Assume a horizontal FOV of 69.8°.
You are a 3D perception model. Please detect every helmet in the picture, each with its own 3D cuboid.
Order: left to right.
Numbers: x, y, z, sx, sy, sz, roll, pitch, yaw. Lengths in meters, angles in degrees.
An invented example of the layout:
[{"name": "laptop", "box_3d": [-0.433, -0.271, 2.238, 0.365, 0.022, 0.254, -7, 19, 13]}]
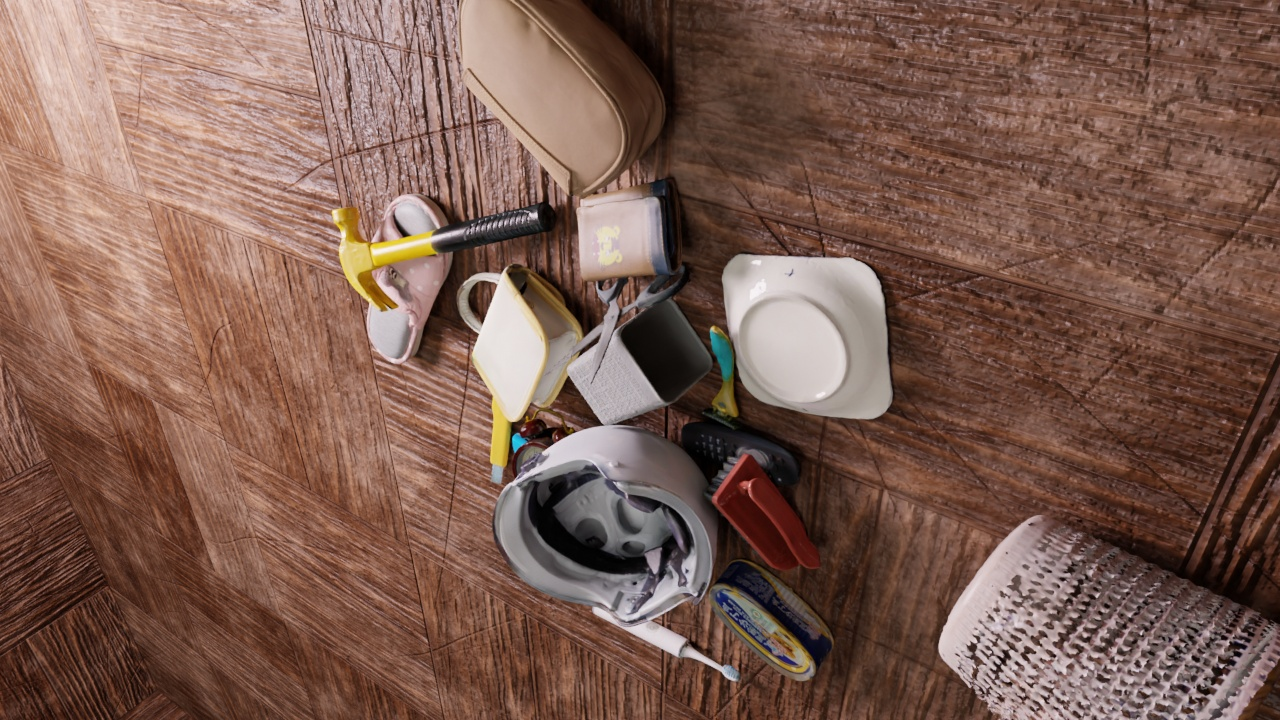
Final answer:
[{"name": "helmet", "box_3d": [-0.027, 0.163, 1.016, 0.259, 0.145, 0.229, -24, 111, 39]}]

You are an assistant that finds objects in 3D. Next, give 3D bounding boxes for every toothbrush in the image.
[{"name": "toothbrush", "box_3d": [0.033, 0.363, 1.194, 0.221, 0.026, 0.026, 19, 138, 30]}]

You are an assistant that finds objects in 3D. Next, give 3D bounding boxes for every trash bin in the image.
[{"name": "trash bin", "box_3d": [0.358, 0.236, 0.725, 0.192, 0.226, 0.228, 36, 136, 33]}]

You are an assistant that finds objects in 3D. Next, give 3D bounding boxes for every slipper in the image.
[{"name": "slipper", "box_3d": [-0.302, -0.092, 1.144, 0.114, 0.054, 0.275, 42, 134, 11]}]

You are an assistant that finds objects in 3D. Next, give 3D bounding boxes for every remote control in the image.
[{"name": "remote control", "box_3d": [0.105, 0.093, 0.955, 0.136, 0.024, 0.053, 16, 130, 28]}]

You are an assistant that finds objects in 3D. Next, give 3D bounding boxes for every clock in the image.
[{"name": "clock", "box_3d": [-0.111, 0.115, 1.117, 0.082, 0.055, 0.122, 13, 110, 24]}]

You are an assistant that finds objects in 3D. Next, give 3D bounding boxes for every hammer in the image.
[{"name": "hammer", "box_3d": [-0.225, -0.133, 1.029, 0.301, 0.032, 0.129, -7, 100, 30]}]

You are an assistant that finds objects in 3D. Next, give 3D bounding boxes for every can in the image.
[{"name": "can", "box_3d": [0.147, 0.292, 1.036, 0.148, 0.049, 0.075, 41, 136, 10]}]

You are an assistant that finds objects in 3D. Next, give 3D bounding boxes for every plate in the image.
[{"name": "plate", "box_3d": [0.145, -0.016, 0.843, 0.164, 0.034, 0.164, 6, 121, 36]}]

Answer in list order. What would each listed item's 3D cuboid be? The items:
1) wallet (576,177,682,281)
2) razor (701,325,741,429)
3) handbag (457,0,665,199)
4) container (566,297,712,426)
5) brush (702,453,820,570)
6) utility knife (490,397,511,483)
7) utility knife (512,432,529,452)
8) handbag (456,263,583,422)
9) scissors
[{"name": "wallet", "box_3d": [-0.013, -0.124, 0.888, 0.115, 0.033, 0.090, -1, 94, 42]}, {"name": "razor", "box_3d": [0.080, 0.013, 0.908, 0.043, 0.028, 0.133, 29, 146, 33]}, {"name": "handbag", "box_3d": [-0.072, -0.251, 0.823, 0.204, 0.099, 0.148, 48, 144, 4]}, {"name": "container", "box_3d": [-0.006, 0.006, 0.944, 0.115, 0.090, 0.090, -28, 98, 49]}, {"name": "brush", "box_3d": [0.131, 0.164, 0.937, 0.069, 0.063, 0.146, 8, 143, 54]}, {"name": "utility knife", "box_3d": [-0.183, 0.098, 1.203, 0.033, 0.015, 0.193, 34, 135, 22]}, {"name": "utility knife", "box_3d": [-0.097, 0.143, 1.161, 0.162, 0.018, 0.034, 30, 132, 19]}, {"name": "handbag", "box_3d": [-0.148, -0.040, 1.061, 0.178, 0.063, 0.164, 52, 139, 21]}, {"name": "scissors", "box_3d": [-0.023, -0.043, 0.883, 0.159, 0.178, 0.014, -23, 128, 7]}]
